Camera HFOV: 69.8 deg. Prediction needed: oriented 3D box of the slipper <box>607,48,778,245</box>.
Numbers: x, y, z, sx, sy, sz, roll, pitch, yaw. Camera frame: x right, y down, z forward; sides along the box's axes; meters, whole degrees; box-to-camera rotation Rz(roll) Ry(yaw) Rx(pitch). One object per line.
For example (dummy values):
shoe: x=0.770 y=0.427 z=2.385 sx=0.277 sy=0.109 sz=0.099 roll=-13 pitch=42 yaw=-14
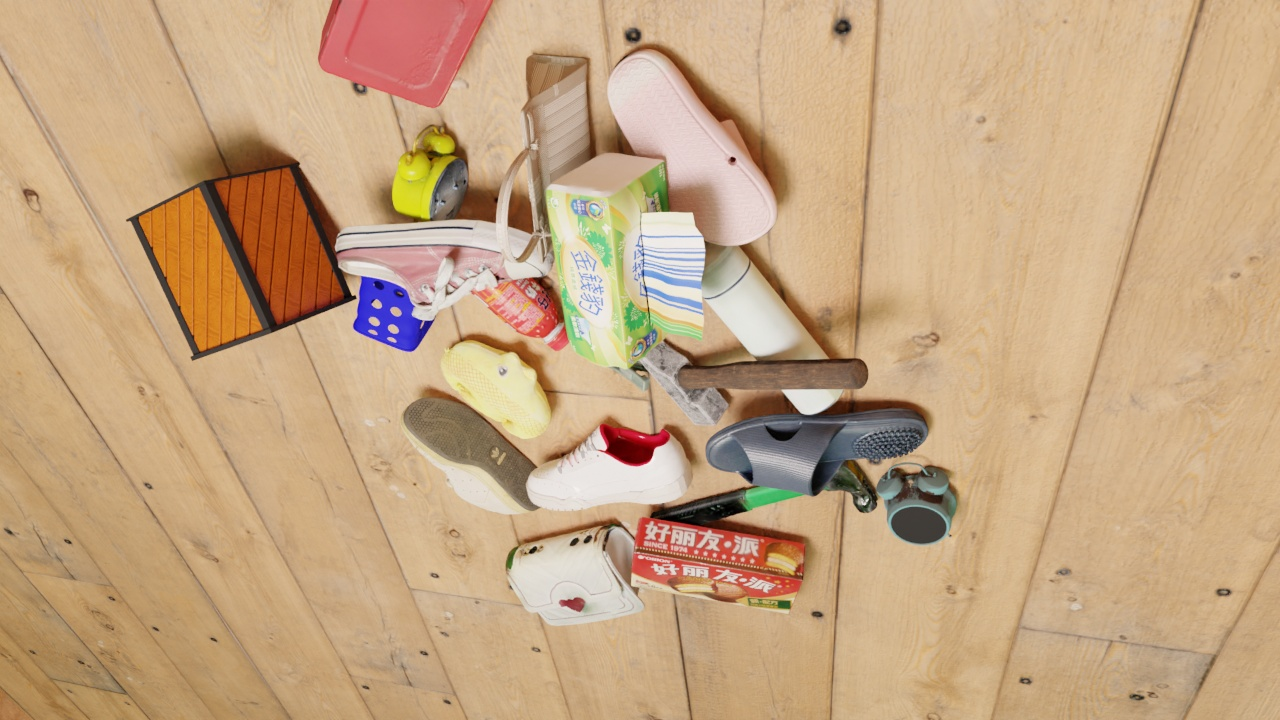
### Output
slipper: x=0.049 y=-0.207 z=0.910 sx=0.107 sy=0.055 sz=0.221 roll=-29 pitch=105 yaw=37

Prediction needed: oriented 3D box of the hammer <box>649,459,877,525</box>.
hammer: x=0.146 y=0.187 z=1.240 sx=0.320 sy=0.032 sz=0.130 roll=-22 pitch=121 yaw=33

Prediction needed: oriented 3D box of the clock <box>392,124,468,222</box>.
clock: x=-0.227 y=-0.198 z=0.994 sx=0.057 sy=0.083 sz=0.119 roll=21 pitch=136 yaw=9

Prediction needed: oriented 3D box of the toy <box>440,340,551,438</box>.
toy: x=-0.186 y=0.035 z=1.199 sx=0.170 sy=0.064 sz=0.155 roll=41 pitch=143 yaw=-9

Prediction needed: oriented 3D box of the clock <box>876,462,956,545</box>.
clock: x=0.346 y=0.177 z=1.147 sx=0.090 sy=0.053 sz=0.124 roll=-12 pitch=122 yaw=27

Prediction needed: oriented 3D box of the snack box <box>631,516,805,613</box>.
snack box: x=0.107 y=0.290 z=1.299 sx=0.236 sy=0.060 sz=0.113 roll=9 pitch=142 yaw=3

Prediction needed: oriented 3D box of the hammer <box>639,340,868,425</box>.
hammer: x=0.101 y=-0.009 z=0.996 sx=0.301 sy=0.037 sz=0.217 roll=-3 pitch=135 yaw=53

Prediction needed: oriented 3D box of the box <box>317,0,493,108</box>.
box: x=-0.212 y=-0.327 z=0.849 sx=0.137 sy=0.126 sz=0.158 roll=29 pitch=133 yaw=-14

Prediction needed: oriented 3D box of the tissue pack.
tissue pack: x=0.002 y=-0.092 z=0.907 sx=0.141 sy=0.120 sz=0.198 roll=15 pitch=134 yaw=30

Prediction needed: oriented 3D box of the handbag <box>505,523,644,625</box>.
handbag: x=-0.094 y=0.327 z=1.399 sx=0.199 sy=0.096 sz=0.142 roll=-20 pitch=120 yaw=34

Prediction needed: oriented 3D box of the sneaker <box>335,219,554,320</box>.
sneaker: x=-0.214 y=-0.096 z=0.995 sx=0.241 sy=0.087 sz=0.118 roll=1 pitch=166 yaw=3

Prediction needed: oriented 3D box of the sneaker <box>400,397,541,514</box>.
sneaker: x=-0.249 y=0.143 z=1.305 sx=0.241 sy=0.088 sz=0.103 roll=41 pitch=138 yaw=-23

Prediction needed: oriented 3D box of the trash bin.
trash bin: x=-0.459 y=-0.116 z=1.067 sx=0.140 sy=0.139 sz=0.172 roll=-14 pitch=102 yaw=29

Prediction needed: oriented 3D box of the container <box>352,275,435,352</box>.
container: x=-0.291 y=-0.087 z=1.110 sx=0.084 sy=0.084 sz=0.114 roll=21 pitch=132 yaw=-2

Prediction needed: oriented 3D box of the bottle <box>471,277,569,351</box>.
bottle: x=-0.139 y=-0.066 z=1.094 sx=0.062 sy=0.061 sz=0.137 roll=-31 pitch=115 yaw=37

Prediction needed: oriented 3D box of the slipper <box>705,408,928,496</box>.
slipper: x=0.210 y=0.118 z=1.079 sx=0.263 sy=0.082 sz=0.101 roll=-7 pitch=141 yaw=3

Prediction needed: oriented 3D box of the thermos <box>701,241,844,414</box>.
thermos: x=0.140 y=-0.037 z=1.020 sx=0.068 sy=0.067 sz=0.230 roll=-26 pitch=117 yaw=35

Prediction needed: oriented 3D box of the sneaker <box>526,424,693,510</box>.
sneaker: x=-0.054 y=0.133 z=1.227 sx=0.237 sy=0.090 sz=0.104 roll=-6 pitch=119 yaw=24

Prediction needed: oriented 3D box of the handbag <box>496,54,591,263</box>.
handbag: x=-0.101 y=-0.172 z=0.893 sx=0.062 sy=0.197 sz=0.176 roll=8 pitch=132 yaw=12

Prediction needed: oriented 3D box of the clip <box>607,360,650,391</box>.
clip: x=-0.015 y=0.008 z=1.139 sx=0.076 sy=0.061 sz=0.023 roll=24 pitch=133 yaw=19
